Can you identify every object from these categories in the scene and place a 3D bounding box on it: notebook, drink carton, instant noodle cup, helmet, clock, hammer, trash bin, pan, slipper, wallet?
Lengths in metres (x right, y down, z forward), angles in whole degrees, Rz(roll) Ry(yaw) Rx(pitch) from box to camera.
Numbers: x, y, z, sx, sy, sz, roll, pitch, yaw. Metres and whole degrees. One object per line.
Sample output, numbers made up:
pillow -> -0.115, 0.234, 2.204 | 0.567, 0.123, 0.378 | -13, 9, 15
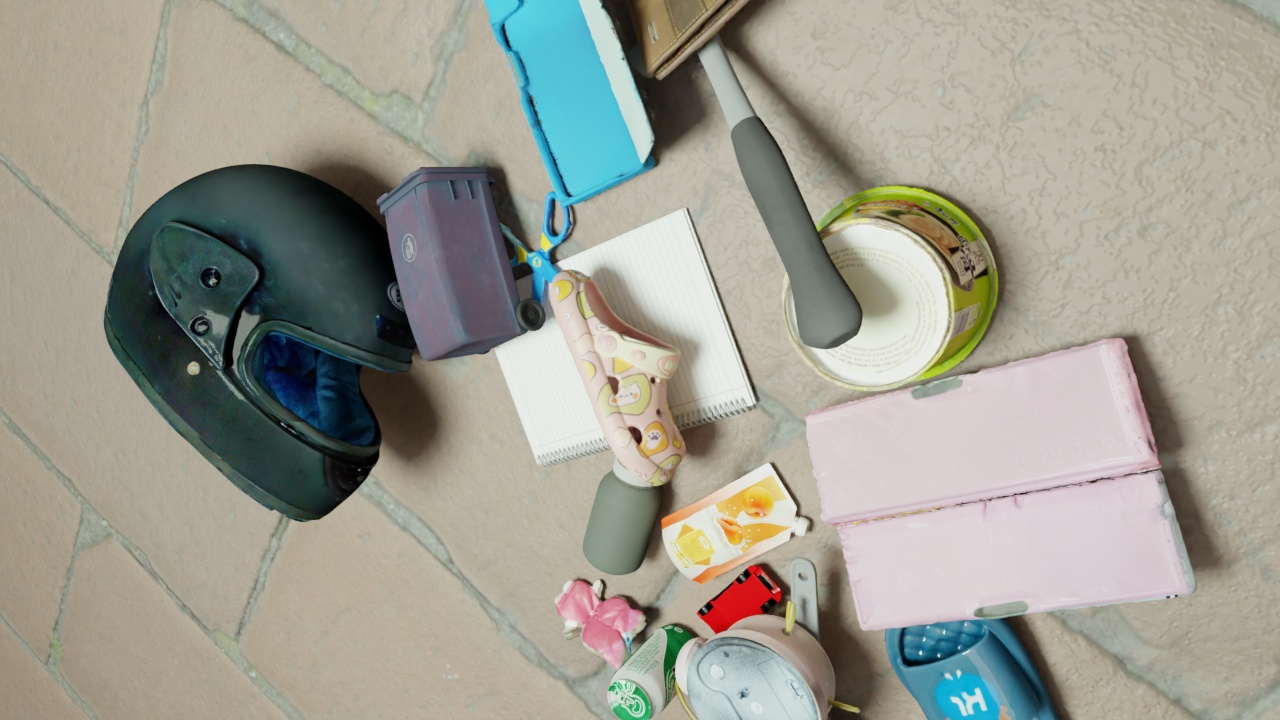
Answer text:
notebook -> -0.031, -0.010, 0.829 | 0.246, 0.013, 0.178 | -18, 93, 33
drink carton -> 0.082, 0.144, 0.799 | 0.122, 0.038, 0.069 | -34, 86, 27
instant noodle cup -> 0.169, -0.046, 0.650 | 0.146, 0.097, 0.146 | 9, 108, 28
helmet -> -0.325, -0.039, 0.857 | 0.236, 0.249, 0.316 | -43, 79, 3
clock -> 0.090, 0.274, 0.758 | 0.158, 0.058, 0.117 | -37, 84, 36
hammer -> 0.084, -0.147, 0.638 | 0.125, 0.029, 0.310 | -35, 60, 30
trash bin -> -0.165, -0.089, 0.825 | 0.094, 0.092, 0.161 | -20, 84, 46
pan -> 0.151, 0.325, 0.798 | 0.201, 0.050, 0.357 | 5, 107, 29
slipper -> -0.005, 0.004, 0.767 | 0.082, 0.093, 0.197 | -27, 85, 12
slipper -> 0.263, 0.272, 0.707 | 0.104, 0.059, 0.213 | -31, 95, 36
wallet -> 0.032, -0.279, 0.675 | 0.099, 0.027, 0.121 | -34, 54, 34

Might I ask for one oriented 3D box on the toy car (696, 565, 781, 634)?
toy car -> 0.088, 0.217, 0.818 | 0.038, 0.025, 0.090 | 47, 121, 10

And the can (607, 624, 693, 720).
can -> 0.014, 0.284, 0.835 | 0.053, 0.100, 0.053 | 9, 108, 28

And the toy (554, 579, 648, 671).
toy -> -0.036, 0.254, 0.893 | 0.102, 0.050, 0.065 | 25, 84, 32

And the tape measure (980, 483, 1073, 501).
tape measure -> 0.286, 0.108, 0.675 | 0.064, 0.016, 0.065 | 41, 120, 14

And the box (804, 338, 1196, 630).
box -> 0.242, 0.095, 0.650 | 0.233, 0.039, 0.179 | -18, 77, 29

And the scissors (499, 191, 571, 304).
scissors -> -0.097, -0.092, 0.835 | 0.127, 0.015, 0.125 | 15, 105, 35

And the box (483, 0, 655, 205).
box -> -0.050, -0.264, 0.733 | 0.171, 0.071, 0.243 | -15, 97, 59

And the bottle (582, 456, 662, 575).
bottle -> -0.014, 0.138, 0.833 | 0.060, 0.060, 0.109 | 26, 116, 22

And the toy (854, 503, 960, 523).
toy -> 0.213, 0.138, 0.713 | 0.094, 0.041, 0.095 | 18, 112, 28
